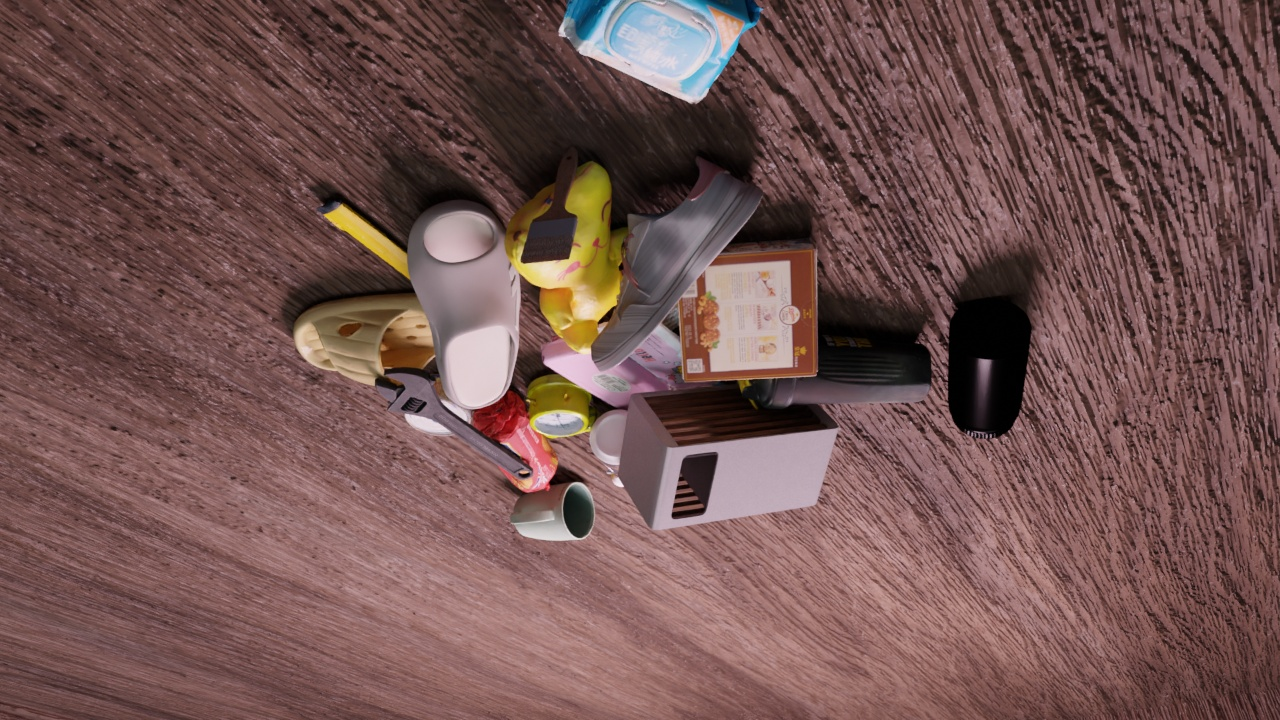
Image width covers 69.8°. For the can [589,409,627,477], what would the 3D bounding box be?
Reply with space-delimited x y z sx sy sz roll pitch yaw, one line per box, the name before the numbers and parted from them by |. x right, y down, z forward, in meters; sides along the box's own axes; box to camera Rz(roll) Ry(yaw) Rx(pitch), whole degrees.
can | -0.020 0.113 1.202 0.072 0.071 0.128 -6 161 8

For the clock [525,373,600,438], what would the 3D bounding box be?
clock | -0.099 0.063 1.174 0.083 0.057 0.119 -11 148 13

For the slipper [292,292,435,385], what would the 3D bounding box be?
slipper | -0.281 -0.020 1.045 0.262 0.079 0.111 -8 139 10

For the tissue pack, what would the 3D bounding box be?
tissue pack | 0.014 -0.267 0.724 0.144 0.061 0.093 17 141 -21

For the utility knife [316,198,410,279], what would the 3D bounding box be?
utility knife | -0.270 -0.119 0.961 0.031 0.017 0.159 -17 140 28

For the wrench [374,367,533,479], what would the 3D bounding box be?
wrench | -0.215 0.083 1.107 0.073 0.018 0.273 -25 138 20

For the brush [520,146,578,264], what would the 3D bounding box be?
brush | -0.072 -0.143 0.823 0.045 0.142 0.008 -3 143 18

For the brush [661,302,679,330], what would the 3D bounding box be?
brush | 0.009 -0.039 1.058 0.041 0.030 0.173 29 135 -33

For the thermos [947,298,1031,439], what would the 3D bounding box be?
thermos | 0.412 0.022 1.093 0.086 0.086 0.199 -9 143 11

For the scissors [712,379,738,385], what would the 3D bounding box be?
scissors | 0.144 0.048 1.192 0.118 0.013 0.140 -4 142 6

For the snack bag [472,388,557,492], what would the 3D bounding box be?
snack bag | -0.168 0.107 1.217 0.082 0.082 0.176 -9 141 11

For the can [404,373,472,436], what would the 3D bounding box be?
can | -0.257 0.057 1.174 0.086 0.043 0.086 1 142 0

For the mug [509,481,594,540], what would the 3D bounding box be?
mug | -0.141 0.227 1.359 0.104 0.084 0.111 -10 173 31

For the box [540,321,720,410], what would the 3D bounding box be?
box | -0.006 0.006 1.083 0.153 0.037 0.201 -12 154 27

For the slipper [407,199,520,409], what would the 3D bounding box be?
slipper | -0.171 -0.037 0.962 0.112 0.080 0.266 -17 134 -22

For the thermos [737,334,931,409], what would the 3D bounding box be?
thermos | 0.225 0.013 1.079 0.220 0.098 0.098 2 144 -10

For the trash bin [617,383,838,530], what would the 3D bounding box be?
trash bin | 0.103 0.109 1.108 0.228 0.114 0.115 -4 121 -23

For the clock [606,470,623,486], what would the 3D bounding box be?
clock | 0.010 0.161 1.311 0.125 0.051 0.089 28 136 -28

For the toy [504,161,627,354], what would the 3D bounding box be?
toy | -0.065 -0.106 0.923 0.087 0.134 0.194 34 162 30

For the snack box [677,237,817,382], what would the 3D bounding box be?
snack box | 0.113 -0.052 0.976 0.147 0.041 0.143 -3 112 5

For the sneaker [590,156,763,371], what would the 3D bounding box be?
sneaker | 0.012 -0.098 0.894 0.089 0.099 0.236 40 101 -3
